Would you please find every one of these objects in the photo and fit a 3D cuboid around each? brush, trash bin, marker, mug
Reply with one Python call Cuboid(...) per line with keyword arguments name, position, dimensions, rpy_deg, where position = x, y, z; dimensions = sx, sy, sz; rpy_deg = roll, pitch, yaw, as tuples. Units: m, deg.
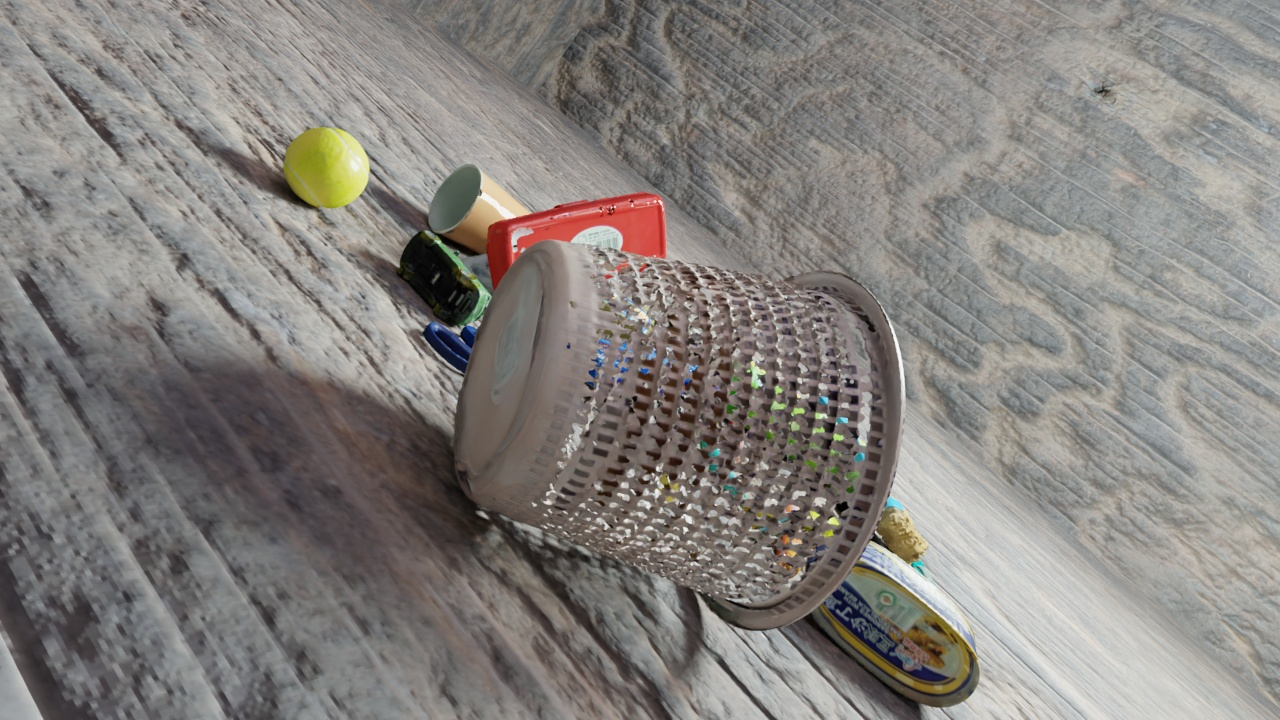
Cuboid(name="brush", position=(0.244, 0.127, 0.978), dimensions=(0.255, 0.046, 0.083), rpy_deg=(57, 11, -27))
Cuboid(name="trash bin", position=(0.006, 0.028, 0.536), dimensions=(0.192, 0.228, 0.227), rpy_deg=(17, 21, -24))
Cuboid(name="marker", position=(0.237, 0.177, 1.003), dimensions=(0.022, 0.020, 0.132), rpy_deg=(25, 16, -17))
Cuboid(name="mug", position=(-0.148, -0.138, 0.954), dimensions=(0.122, 0.078, 0.078), rpy_deg=(32, 14, -43))

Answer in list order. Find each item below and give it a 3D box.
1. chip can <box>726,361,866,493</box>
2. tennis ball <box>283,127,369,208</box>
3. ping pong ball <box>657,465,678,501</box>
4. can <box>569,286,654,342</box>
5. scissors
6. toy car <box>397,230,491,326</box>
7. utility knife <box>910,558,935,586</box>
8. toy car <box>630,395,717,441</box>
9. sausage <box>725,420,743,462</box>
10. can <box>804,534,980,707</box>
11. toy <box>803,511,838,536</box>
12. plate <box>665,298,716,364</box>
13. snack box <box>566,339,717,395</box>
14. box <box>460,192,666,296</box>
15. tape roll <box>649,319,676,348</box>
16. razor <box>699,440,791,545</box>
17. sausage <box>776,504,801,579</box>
Cuboid(name="chip can", position=(0.179, 0.078, 1.074), dimensions=(0.221, 0.073, 0.072), rpy_deg=(36, 13, -11))
Cuboid(name="tennis ball", position=(-0.254, -0.156, 0.745), dimensions=(0.065, 0.065, 0.065), rpy_deg=(35, 13, -10))
Cuboid(name="ping pong ball", position=(0.016, 0.086, 0.686), dimensions=(0.040, 0.040, 0.040), rpy_deg=(35, 13, -10))
Cuboid(name="can", position=(-0.042, -0.046, 0.953), dimensions=(0.102, 0.057, 0.083), rpy_deg=(37, 16, 0))
Cuboid(name="scissors", position=(-0.088, 0.026, 0.682), dimensions=(0.171, 0.012, 0.141), rpy_deg=(36, 14, -13))
Cuboid(name="toy car", position=(-0.158, -0.066, 0.741), dimensions=(0.091, 0.043, 0.036), rpy_deg=(44, 18, 20))
Cuboid(name="utility knife", position=(0.312, 0.231, 1.029), dimensions=(0.029, 0.013, 0.164), rpy_deg=(37, 13, -9))
Cuboid(name="toy car", position=(0.038, 0.048, 0.850), dimensions=(0.071, 0.041, 0.155), rpy_deg=(19, 12, 13))
Cuboid(name="sausage", position=(0.098, 0.084, 0.957), dimensions=(0.020, 0.020, 0.155), rpy_deg=(38, 13, -1))
Cuboid(name="can", position=(0.189, 0.196, 0.696), dimensions=(0.148, 0.075, 0.049), rpy_deg=(39, 16, 5))
Cuboid(name="toy", position=(0.187, 0.174, 0.857), dimensions=(0.100, 0.031, 0.096), rpy_deg=(44, 13, 27))
Cuboid(name="plate", position=(0.082, -0.012, 1.187), dimensions=(0.179, 0.024, 0.179), rpy_deg=(47, 7, -8))
Cuboid(name="snack box", position=(-0.005, 0.005, 0.821), dimensions=(0.157, 0.026, 0.084), rpy_deg=(6, 14, -42))
Cuboid(name="box", position=(-0.076, -0.106, 0.884), dimensions=(0.200, 0.095, 0.099), rpy_deg=(-20, 24, -39))
Cuboid(name="tape roll", position=(0.022, -0.033, 1.165), dimensions=(0.086, 0.014, 0.085), rpy_deg=(35, 13, -10))
Cuboid(name="razor", position=(0.086, 0.112, 0.809), dimensions=(0.132, 0.043, 0.028), rpy_deg=(50, -22, 48))
Cuboid(name="sausage", position=(0.129, 0.152, 0.797), dimensions=(0.021, 0.021, 0.165), rpy_deg=(38, 13, 2))
